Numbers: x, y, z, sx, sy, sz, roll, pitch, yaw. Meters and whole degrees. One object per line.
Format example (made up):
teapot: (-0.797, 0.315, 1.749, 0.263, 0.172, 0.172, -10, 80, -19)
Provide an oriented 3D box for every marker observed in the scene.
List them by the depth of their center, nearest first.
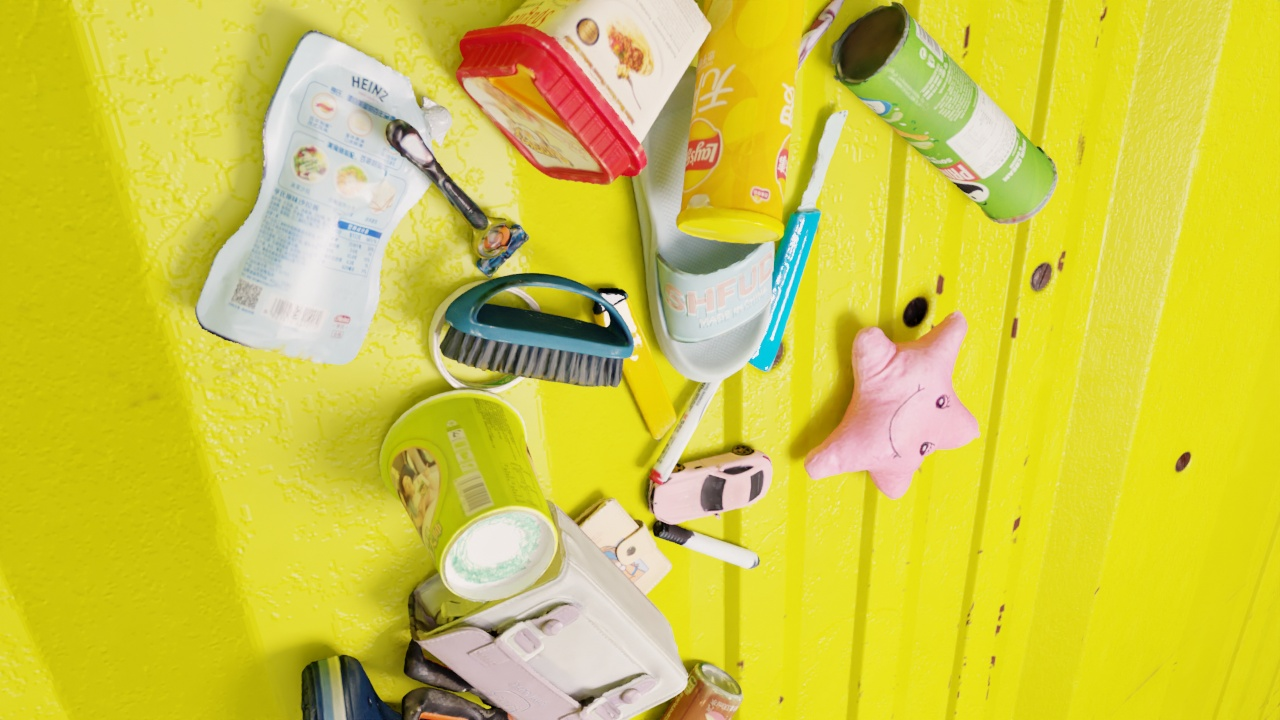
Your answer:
marker: (0.048, 0.039, 0.772, 0.017, 0.017, 0.145, 27, 92, -36)
marker: (0.064, 0.171, 0.848, 0.130, 0.023, 0.018, 25, 65, -35)

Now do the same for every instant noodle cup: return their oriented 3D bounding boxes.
instant noodle cup: (-0.031, -0.191, 0.576, 0.116, 0.116, 0.124, 45, 74, -36)
instant noodle cup: (-0.114, 0.099, 0.641, 0.111, 0.123, 0.112, -14, 126, -20)

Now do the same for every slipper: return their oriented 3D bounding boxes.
slipper: (0.054, -0.094, 0.685, 0.104, 0.074, 0.246, -25, 120, -19)
slipper: (-0.191, 0.335, 0.727, 0.095, 0.105, 0.253, -22, 122, -15)

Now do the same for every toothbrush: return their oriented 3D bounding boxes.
toothbrush: (0.139, -0.251, 0.693, 0.016, 0.017, 0.187, 36, 92, -36)

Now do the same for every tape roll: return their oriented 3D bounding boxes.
tape roll: (-0.110, -0.017, 0.665, 0.085, 0.014, 0.086, -12, 118, -24)

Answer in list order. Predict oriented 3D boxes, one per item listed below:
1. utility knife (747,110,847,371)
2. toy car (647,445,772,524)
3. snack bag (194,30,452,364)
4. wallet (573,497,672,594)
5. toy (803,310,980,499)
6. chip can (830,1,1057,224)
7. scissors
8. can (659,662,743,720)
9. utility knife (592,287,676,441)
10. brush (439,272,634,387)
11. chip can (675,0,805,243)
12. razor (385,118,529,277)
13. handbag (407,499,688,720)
utility knife: (0.129, -0.096, 0.759, 0.034, 0.018, 0.225, 7, 110, -30)
toy car: (0.064, 0.112, 0.811, 0.122, 0.037, 0.056, -11, 115, -24)
snack bag: (-0.192, -0.093, 0.568, 0.110, 0.039, 0.191, 19, 100, -35)
wallet: (-0.027, 0.173, 0.797, 0.087, 0.024, 0.115, -37, 124, -3)
toy: (0.253, 0.042, 0.859, 0.178, 0.074, 0.195, 13, 106, -24)
chip can: (0.254, -0.196, 0.751, 0.236, 0.072, 0.072, 27, 98, -36)
scissors: (-0.120, 0.283, 0.785, 0.022, 0.152, 0.234, -22, 165, 23)
can: (0.042, 0.374, 0.908, 0.058, 0.058, 0.147, 26, 98, -36)
utility knife: (-0.004, 0.004, 0.734, 0.033, 0.015, 0.156, -28, 124, -8)
brush: (-0.066, -0.024, 0.642, 0.143, 0.055, 0.073, 8, 108, -32)
chip can: (0.071, -0.188, 0.610, 0.072, 0.072, 0.213, 9, 87, -32)
razor: (-0.117, -0.104, 0.594, 0.042, 0.022, 0.143, -47, 143, -6)
handbag: (-0.071, 0.225, 0.742, 0.145, 0.098, 0.197, -31, 125, 9)
